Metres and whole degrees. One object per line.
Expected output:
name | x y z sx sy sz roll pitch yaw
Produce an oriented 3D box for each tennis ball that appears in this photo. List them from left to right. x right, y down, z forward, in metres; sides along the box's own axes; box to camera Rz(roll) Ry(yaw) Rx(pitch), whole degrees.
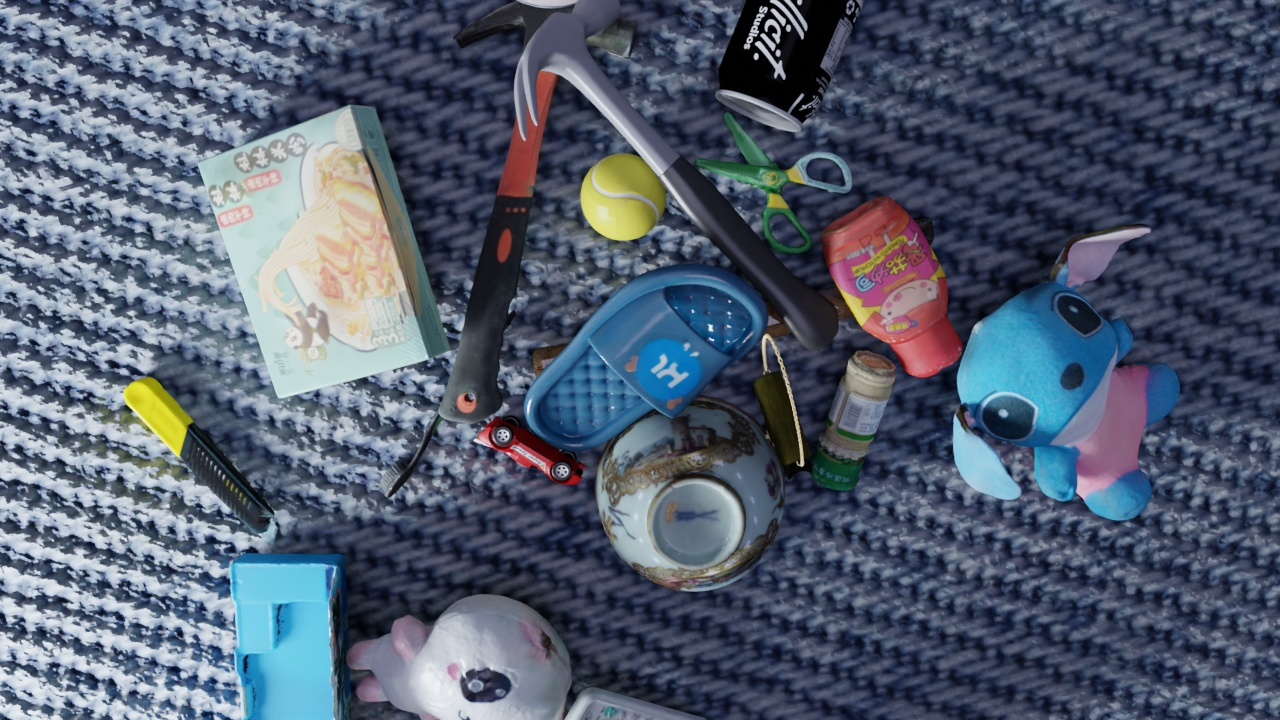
tennis ball | -0.013 -0.125 0.700 0.065 0.065 0.065 0 98 1

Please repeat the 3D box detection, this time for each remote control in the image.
remote control | -0.002 0.305 0.762 0.133 0.022 0.050 26 97 -27

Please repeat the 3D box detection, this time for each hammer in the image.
hammer | -0.102 -0.112 0.715 0.133 0.033 0.333 12 96 -2
hammer | 0.034 -0.122 0.668 0.311 0.030 0.124 46 63 -10
hammer | 0.078 -0.019 0.732 0.330 0.033 0.120 -13 99 3

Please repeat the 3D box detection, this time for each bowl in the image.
bowl | 0.041 0.114 0.719 0.160 0.094 0.160 0 97 1

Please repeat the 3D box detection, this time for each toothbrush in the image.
toothbrush | -0.158 0.034 0.751 0.017 0.014 0.188 37 96 19

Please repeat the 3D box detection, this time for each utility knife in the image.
utility knife | -0.358 0.084 0.757 0.029 0.020 0.174 -39 95 7

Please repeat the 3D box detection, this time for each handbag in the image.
handbag | 0.100 0.031 0.660 0.027 0.178 0.084 -19 67 3

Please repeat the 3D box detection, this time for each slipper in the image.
slipper | -0.004 0.004 0.686 0.214 0.059 0.104 -35 116 24

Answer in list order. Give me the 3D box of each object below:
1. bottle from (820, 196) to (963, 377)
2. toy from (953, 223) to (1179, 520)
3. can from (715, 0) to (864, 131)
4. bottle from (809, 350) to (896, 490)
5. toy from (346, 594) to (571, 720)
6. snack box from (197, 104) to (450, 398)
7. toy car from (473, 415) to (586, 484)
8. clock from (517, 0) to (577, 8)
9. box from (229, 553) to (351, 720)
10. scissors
bottle | 0.191 -0.052 0.685 0.071 0.048 0.134 -31 101 6
toy | 0.329 0.015 0.691 0.191 0.099 0.224 32 84 -22
can | 0.115 -0.251 0.673 0.080 0.080 0.146 22 98 -2
bottle | 0.166 0.047 0.720 0.042 0.042 0.110 13 114 -1
toy | -0.144 0.246 0.735 0.179 0.101 0.139 -4 123 1
snack box | -0.242 -0.080 0.707 0.142 0.044 0.193 -14 98 18
toy car | -0.088 0.074 0.742 0.089 0.038 0.025 31 100 -4
clock | -0.049 -0.330 0.664 0.158 0.059 0.116 -21 84 -3
box | -0.280 0.289 0.737 0.114 0.113 0.243 0 98 0
scissors | 0.109 -0.150 0.722 0.112 0.012 0.131 -34 98 4
